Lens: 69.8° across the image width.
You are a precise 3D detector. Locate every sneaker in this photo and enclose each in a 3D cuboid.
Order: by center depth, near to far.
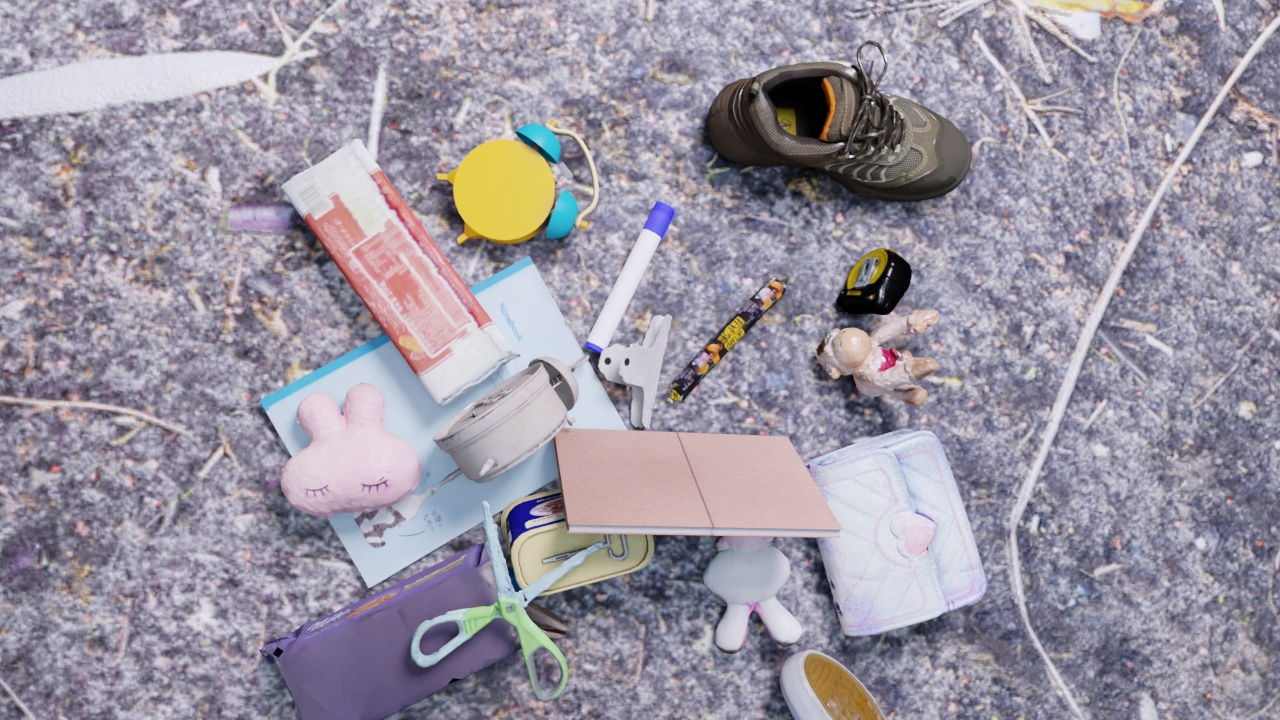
[{"bbox_3d":[0.185,-0.206,0.769,0.238,0.143,0.101,8,86,-8],"label":"sneaker"},{"bbox_3d":[0.183,0.357,0.789,0.079,0.087,0.235,-35,89,26],"label":"sneaker"}]

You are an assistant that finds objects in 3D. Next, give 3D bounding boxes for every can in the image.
[{"bbox_3d":[-0.051,0.140,0.740,0.116,0.092,0.056,-13,99,-9],"label":"can"}]

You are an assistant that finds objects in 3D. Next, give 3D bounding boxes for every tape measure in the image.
[{"bbox_3d":[0.206,-0.070,0.807,0.034,0.062,0.061,32,80,-21],"label":"tape measure"}]

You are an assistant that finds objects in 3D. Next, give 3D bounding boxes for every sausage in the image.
[{"bbox_3d":[0.076,-0.020,0.807,0.020,0.020,0.155,45,82,-4],"label":"sausage"}]

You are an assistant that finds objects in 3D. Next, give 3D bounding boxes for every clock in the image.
[{"bbox_3d":[-0.092,0.043,0.739,0.156,0.104,0.061,-41,102,-34],"label":"clock"},{"bbox_3d":[-0.101,-0.146,0.777,0.129,0.044,0.099,-17,90,-2],"label":"clock"}]

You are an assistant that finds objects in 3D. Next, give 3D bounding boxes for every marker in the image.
[{"bbox_3d":[-0.008,-0.072,0.798,0.020,0.020,0.141,27,84,-6],"label":"marker"}]

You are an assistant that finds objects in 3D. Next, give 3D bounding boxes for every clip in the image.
[{"bbox_3d":[-0.093,0.220,0.770,0.052,0.026,0.059,-32,92,-6],"label":"clip"},{"bbox_3d":[-0.001,0.005,0.781,0.055,0.046,0.101,15,84,-41],"label":"clip"}]

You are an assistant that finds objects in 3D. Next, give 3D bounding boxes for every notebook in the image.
[{"bbox_3d":[0.039,0.095,0.737,0.209,0.141,0.008,3,115,-11],"label":"notebook"},{"bbox_3d":[-0.161,0.049,0.774,0.253,0.009,0.181,-30,92,-9],"label":"notebook"}]

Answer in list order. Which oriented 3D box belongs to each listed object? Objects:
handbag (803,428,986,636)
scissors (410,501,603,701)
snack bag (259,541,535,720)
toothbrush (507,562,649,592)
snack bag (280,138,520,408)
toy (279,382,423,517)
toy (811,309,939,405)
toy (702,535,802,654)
[{"bbox_3d":[0.216,0.149,0.798,0.126,0.069,0.158,-18,93,-7],"label":"handbag"},{"bbox_3d":[-0.101,0.185,0.685,0.172,0.023,0.171,-13,102,6],"label":"scissors"},{"bbox_3d":[-0.192,0.228,0.730,0.205,0.058,0.096,-26,92,-2],"label":"snack bag"},{"bbox_3d":[-0.059,0.180,0.782,0.135,0.017,0.022,-7,89,-6],"label":"toothbrush"},{"bbox_3d":[-0.196,-0.071,0.753,0.077,0.041,0.225,-36,90,-9],"label":"snack bag"},{"bbox_3d":[-0.234,0.072,0.733,0.108,0.053,0.105,-12,75,-7],"label":"toy"},{"bbox_3d":[0.205,-0.009,0.807,0.106,0.074,0.085,8,54,12],"label":"toy"},{"bbox_3d":[0.094,0.190,0.792,0.079,0.038,0.122,-6,89,4],"label":"toy"}]
